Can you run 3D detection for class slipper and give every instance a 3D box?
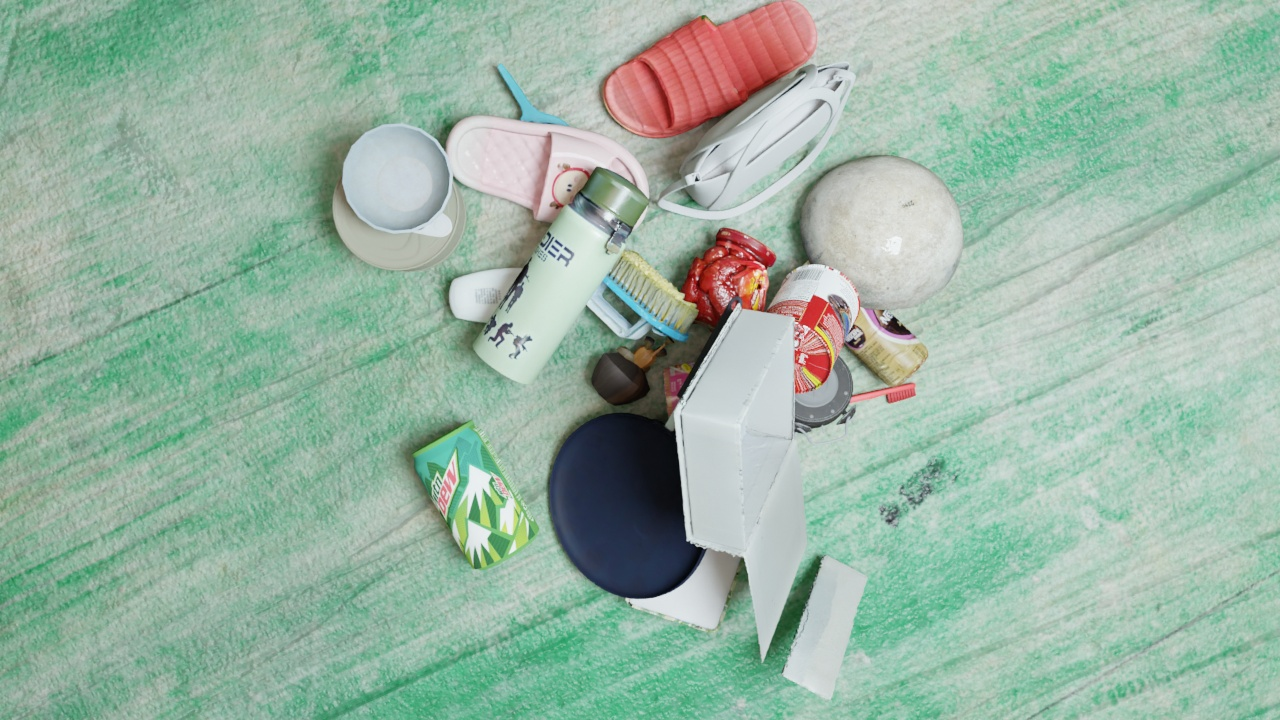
[{"bbox_3d":[-0.096,-0.197,0.967,0.221,0.055,0.107,16,116,-7],"label":"slipper"},{"bbox_3d":[0.080,-0.317,0.983,0.248,0.059,0.103,-24,94,-3],"label":"slipper"}]

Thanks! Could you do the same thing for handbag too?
[{"bbox_3d":[0.119,-0.215,0.908,0.216,0.222,0.095,-37,93,0],"label":"handbag"}]

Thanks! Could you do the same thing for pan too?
[{"bbox_3d":[0.021,0.088,0.947,0.199,0.021,0.357,36,113,23],"label":"pan"}]

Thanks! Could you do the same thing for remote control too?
[{"bbox_3d":[-0.151,-0.070,1.000,0.114,0.028,0.060,-5,95,-5],"label":"remote control"}]

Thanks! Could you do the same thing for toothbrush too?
[{"bbox_3d":[0.207,0.056,1.032,0.212,0.012,0.018,-12,93,-2],"label":"toothbrush"}]

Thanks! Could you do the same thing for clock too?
[{"bbox_3d":[0.186,0.035,1.006,0.091,0.044,0.122,-14,75,-4],"label":"clock"}]

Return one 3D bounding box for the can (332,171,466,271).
[{"bbox_3d":[-0.250,-0.157,0.968,0.128,0.073,0.128,0,93,-3],"label":"can"}]

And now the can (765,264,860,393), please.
[{"bbox_3d":[0.168,-0.034,0.936,0.087,0.116,0.087,15,130,19],"label":"can"}]

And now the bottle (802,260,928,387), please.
[{"bbox_3d":[0.237,-0.046,1.006,0.166,0.059,0.059,44,90,3],"label":"bottle"}]

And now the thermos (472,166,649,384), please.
[{"bbox_3d":[-0.077,-0.087,0.939,0.082,0.082,0.231,35,100,-4],"label":"thermos"}]

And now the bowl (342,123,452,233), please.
[{"bbox_3d":[-0.237,-0.177,0.910,0.106,0.039,0.106,0,93,-3],"label":"bowl"}]

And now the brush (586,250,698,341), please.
[{"bbox_3d":[0.001,-0.056,0.963,0.136,0.055,0.075,44,112,34],"label":"brush"}]

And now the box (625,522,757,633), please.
[{"bbox_3d":[0.064,0.187,1.015,0.117,0.051,0.205,17,92,-1],"label":"box"}]

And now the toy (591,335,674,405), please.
[{"bbox_3d":[-0.006,0.006,0.996,0.100,0.062,0.076,-42,131,14],"label":"toy"}]

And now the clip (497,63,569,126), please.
[{"bbox_3d":[-0.116,-0.265,0.993,0.119,0.027,0.102,33,98,-5],"label":"clip"}]

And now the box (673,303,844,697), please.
[{"bbox_3d":[0.120,0.143,0.895,0.099,0.165,0.369,6,130,27],"label":"box"}]

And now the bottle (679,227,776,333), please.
[{"bbox_3d":[0.094,-0.077,0.975,0.099,0.099,0.111,29,86,-4],"label":"bottle"}]

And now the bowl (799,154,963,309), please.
[{"bbox_3d":[0.263,-0.147,0.966,0.178,0.081,0.178,1,75,-3],"label":"bowl"}]

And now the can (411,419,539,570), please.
[{"bbox_3d":[-0.177,0.143,0.983,0.083,0.083,0.144,-29,94,-1],"label":"can"}]

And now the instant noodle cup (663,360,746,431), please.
[{"bbox_3d":[0.082,0.036,0.989,0.109,0.097,0.097,-8,93,5],"label":"instant noodle cup"}]
